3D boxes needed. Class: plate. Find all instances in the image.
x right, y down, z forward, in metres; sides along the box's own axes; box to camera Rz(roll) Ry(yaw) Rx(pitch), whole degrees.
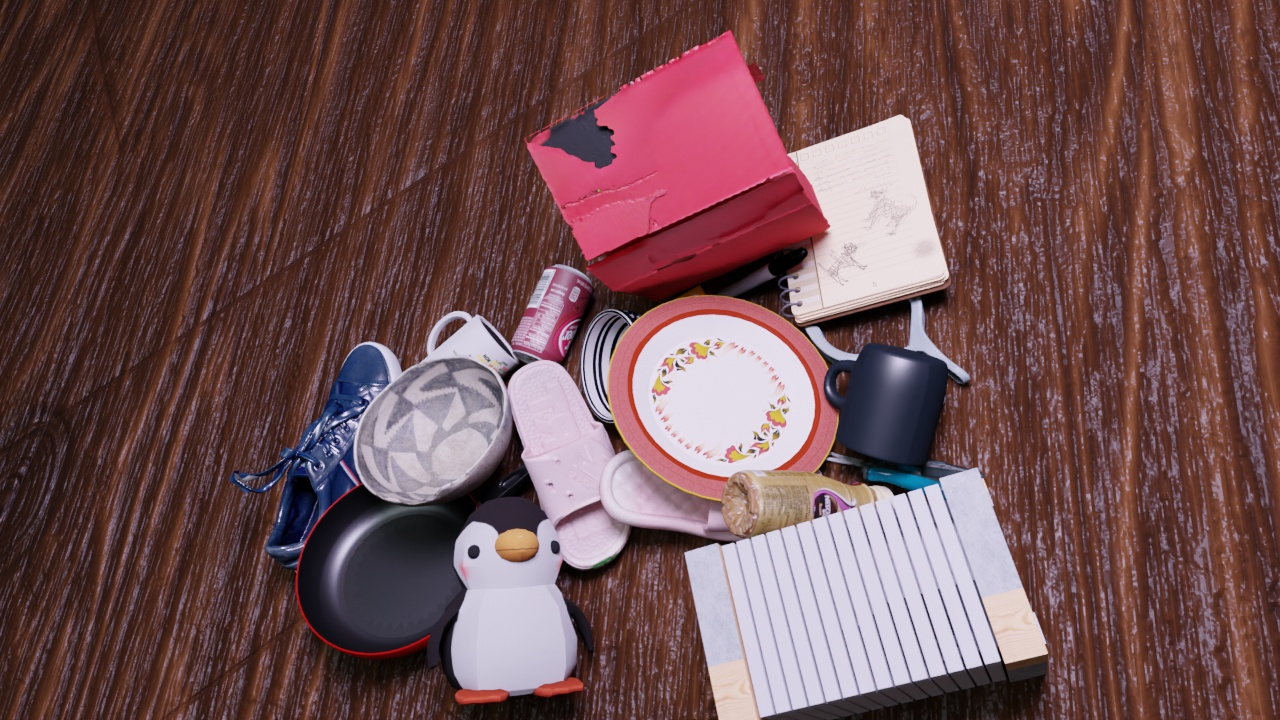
[{"bbox_3d":[0.081,0.035,0.899,0.229,0.021,0.229,4,58,-7],"label":"plate"}]

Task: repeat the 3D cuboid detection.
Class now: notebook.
[{"bbox_3d":[0.220,-0.150,0.969,0.168,0.024,0.225,-15,55,21],"label":"notebook"}]

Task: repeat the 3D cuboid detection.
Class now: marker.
[{"bbox_3d":[0.126,-0.090,0.975,0.139,0.016,0.022,-27,20,47],"label":"marker"}]

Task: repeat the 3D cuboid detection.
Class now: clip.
[{"bbox_3d":[0.267,-0.045,0.919,0.174,0.030,0.158,27,82,30],"label":"clip"}]

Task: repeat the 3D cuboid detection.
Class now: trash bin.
[{"bbox_3d":[0.188,0.211,0.768,0.247,0.142,0.142,-19,61,15],"label":"trash bin"}]

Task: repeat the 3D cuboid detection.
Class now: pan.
[{"bbox_3d":[-0.201,0.180,0.999,0.355,0.067,0.209,-30,55,-11],"label":"pan"}]

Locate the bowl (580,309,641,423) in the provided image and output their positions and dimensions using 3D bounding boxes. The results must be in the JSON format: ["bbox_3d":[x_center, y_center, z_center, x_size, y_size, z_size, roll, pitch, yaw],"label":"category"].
[{"bbox_3d":[-0.006,0.006,0.983,0.120,0.066,0.120,1,91,55],"label":"bowl"}]

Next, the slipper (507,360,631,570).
[{"bbox_3d":[-0.076,0.097,0.959,0.094,0.064,0.239,-20,66,-9],"label":"slipper"}]

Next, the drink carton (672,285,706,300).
[{"bbox_3d":[0.067,-0.012,0.983,0.058,0.040,0.122,-29,59,9],"label":"drink carton"}]

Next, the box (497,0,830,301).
[{"bbox_3d":[0.041,-0.153,0.855,0.211,0.318,0.121,-22,57,19],"label":"box"}]

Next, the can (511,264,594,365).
[{"bbox_3d":[-0.101,-0.050,1.061,0.063,0.063,0.114,15,74,29],"label":"can"}]

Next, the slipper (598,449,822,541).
[{"bbox_3d":[0.069,0.121,0.896,0.222,0.056,0.106,1,62,8],"label":"slipper"}]

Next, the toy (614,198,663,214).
[{"bbox_3d":[0.044,-0.180,1.048,0.172,0.093,0.163,-1,69,10],"label":"toy"}]

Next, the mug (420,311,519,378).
[{"bbox_3d":[-0.208,-0.007,1.078,0.089,0.073,0.105,-40,69,2],"label":"mug"}]

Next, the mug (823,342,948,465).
[{"bbox_3d":[0.221,0.033,0.856,0.122,0.085,0.094,24,105,48],"label":"mug"}]

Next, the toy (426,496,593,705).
[{"bbox_3d":[-0.131,0.227,0.899,0.159,0.140,0.184,1,80,-20],"label":"toy"}]

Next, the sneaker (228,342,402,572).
[{"bbox_3d":[-0.375,0.101,1.079,0.121,0.127,0.294,3,66,23],"label":"sneaker"}]

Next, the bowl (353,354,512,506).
[{"bbox_3d":[-0.210,0.086,0.985,0.179,0.081,0.178,-10,53,13],"label":"bowl"}]

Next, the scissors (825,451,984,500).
[{"bbox_3d":[0.245,0.104,0.848,0.122,0.019,0.148,-8,20,-20],"label":"scissors"}]

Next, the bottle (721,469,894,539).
[{"bbox_3d":[0.155,0.128,0.821,0.060,0.165,0.059,-15,74,62],"label":"bottle"}]
